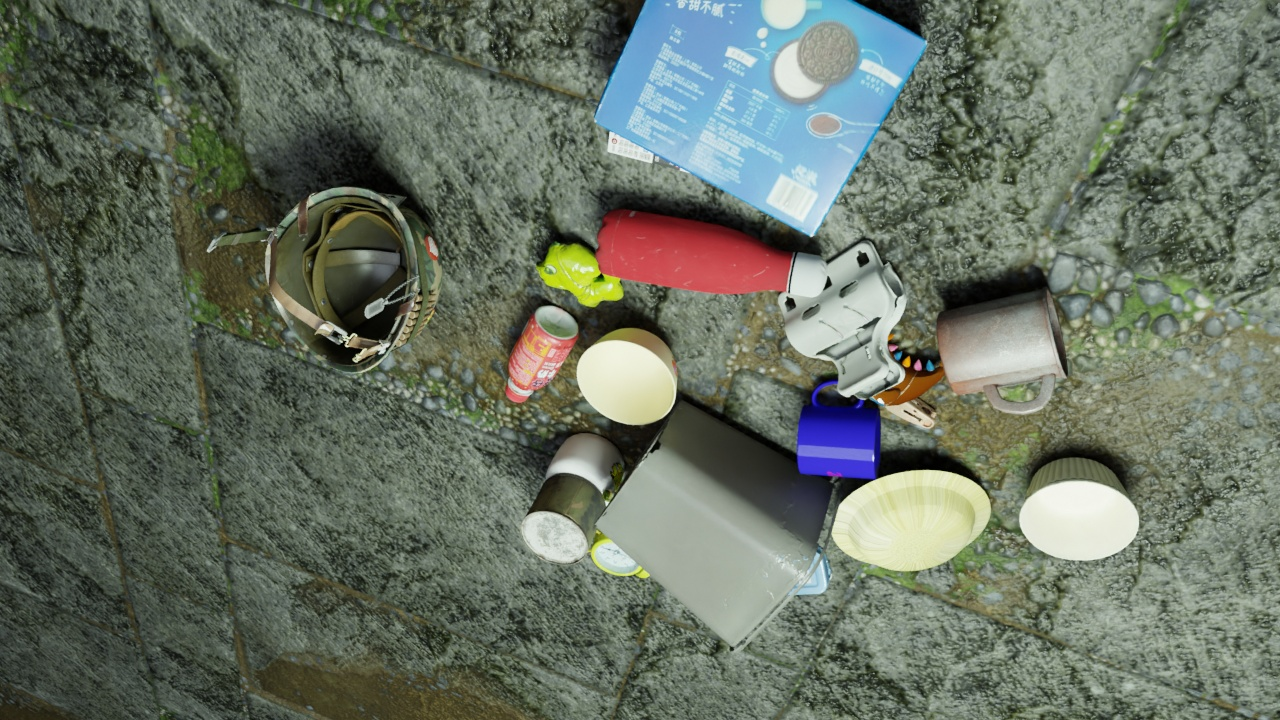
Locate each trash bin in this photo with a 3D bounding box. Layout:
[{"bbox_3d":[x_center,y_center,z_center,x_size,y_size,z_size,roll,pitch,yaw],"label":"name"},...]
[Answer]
[{"bbox_3d":[0.087,0.184,1.095,0.220,0.196,0.198,35,122,2],"label":"trash bin"}]

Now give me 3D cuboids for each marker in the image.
[{"bbox_3d":[0.010,0.192,1.196,0.146,0.017,0.017,24,136,-35],"label":"marker"}]

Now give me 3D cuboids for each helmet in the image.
[{"bbox_3d":[-0.325,-0.091,1.020,0.192,0.235,0.225,44,132,6],"label":"helmet"}]

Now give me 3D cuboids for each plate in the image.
[{"bbox_3d":[0.321,0.203,1.078,0.184,0.036,0.185,0,133,0],"label":"plate"}]

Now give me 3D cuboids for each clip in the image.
[{"bbox_3d":[0.223,-0.032,0.953,0.126,0.089,0.150,-35,71,38],"label":"clip"},{"bbox_3d":[0.300,0.056,1.019,0.061,0.049,0.026,10,134,-21],"label":"clip"}]

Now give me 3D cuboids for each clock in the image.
[{"bbox_3d":[-0.013,0.258,1.271,0.119,0.056,0.083,17,129,1],"label":"clock"}]

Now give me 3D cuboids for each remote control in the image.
[{"bbox_3d":[0.027,-0.213,0.939,0.124,0.011,0.028,17,129,9],"label":"remote control"}]

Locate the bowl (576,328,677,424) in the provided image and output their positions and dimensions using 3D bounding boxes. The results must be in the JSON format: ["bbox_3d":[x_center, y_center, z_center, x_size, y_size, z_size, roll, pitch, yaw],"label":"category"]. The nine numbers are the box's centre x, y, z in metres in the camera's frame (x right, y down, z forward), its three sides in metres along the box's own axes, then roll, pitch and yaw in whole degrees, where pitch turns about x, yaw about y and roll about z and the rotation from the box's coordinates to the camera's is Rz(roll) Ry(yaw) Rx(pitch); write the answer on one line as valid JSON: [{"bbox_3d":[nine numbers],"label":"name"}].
[{"bbox_3d":[-0.006,0.006,1.072,0.118,0.073,0.118,10,127,14],"label":"bowl"}]

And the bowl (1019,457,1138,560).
[{"bbox_3d":[0.476,0.156,1.003,0.115,0.062,0.115,10,127,14],"label":"bowl"}]

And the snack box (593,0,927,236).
[{"bbox_3d":[0.102,-0.253,0.829,0.239,0.056,0.196,28,117,0],"label":"snack box"}]

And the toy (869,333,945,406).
[{"bbox_3d":[0.275,-0.001,0.979,0.103,0.070,0.090,-28,95,19],"label":"toy"}]

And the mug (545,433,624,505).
[{"bbox_3d":[-0.072,0.159,1.212,0.094,0.067,0.116,6,126,17],"label":"mug"}]

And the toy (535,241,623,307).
[{"bbox_3d":[-0.069,-0.097,1.047,0.094,0.036,0.093,-11,125,25],"label":"toy"}]

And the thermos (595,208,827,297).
[{"bbox_3d":[0.075,-0.106,0.959,0.240,0.073,0.073,11,128,13],"label":"thermos"}]

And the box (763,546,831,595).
[{"bbox_3d":[0.154,0.281,1.249,0.210,0.052,0.067,-9,98,24],"label":"box"}]

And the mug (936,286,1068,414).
[{"bbox_3d":[0.356,-0.003,0.899,0.110,0.122,0.096,-16,146,34],"label":"mug"}]

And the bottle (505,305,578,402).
[{"bbox_3d":[-0.128,-0.001,1.123,0.062,0.061,0.138,32,131,-4],"label":"bottle"}]

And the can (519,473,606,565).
[{"bbox_3d":[-0.097,0.200,1.158,0.090,0.074,0.090,10,126,13],"label":"can"}]

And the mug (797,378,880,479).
[{"bbox_3d":[0.226,0.076,1.039,0.084,0.079,0.111,2,97,20],"label":"mug"}]
